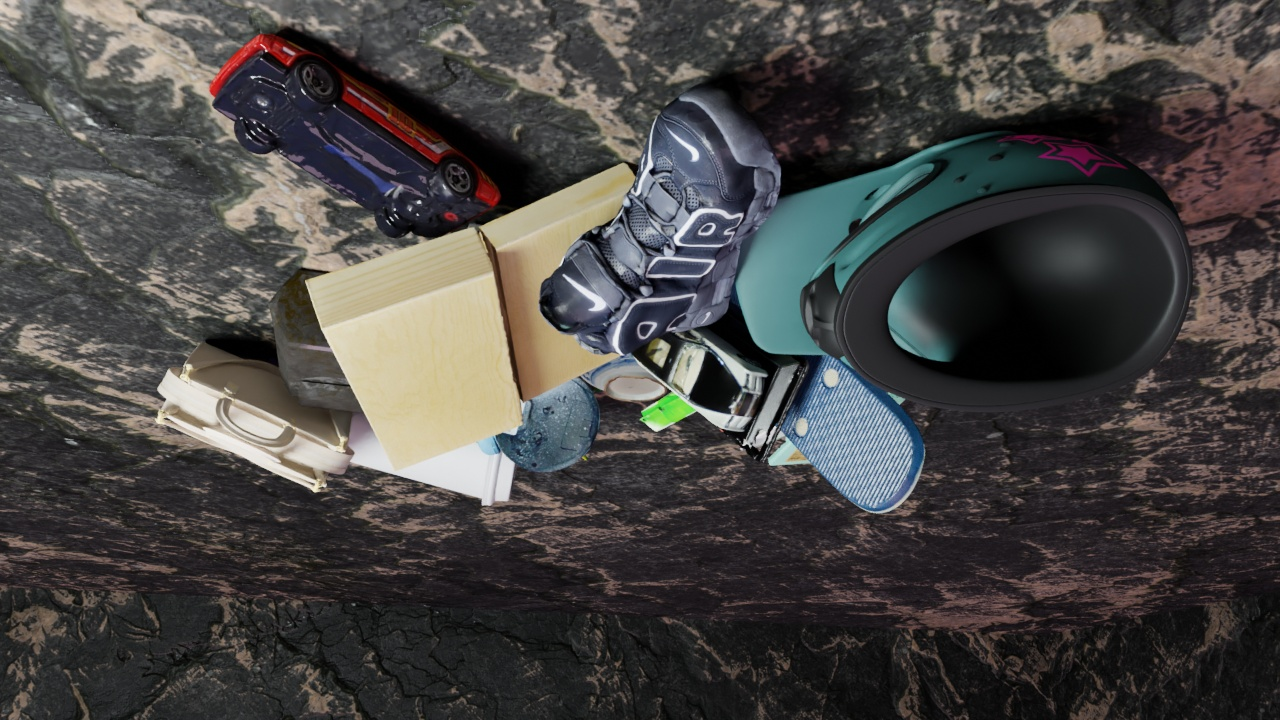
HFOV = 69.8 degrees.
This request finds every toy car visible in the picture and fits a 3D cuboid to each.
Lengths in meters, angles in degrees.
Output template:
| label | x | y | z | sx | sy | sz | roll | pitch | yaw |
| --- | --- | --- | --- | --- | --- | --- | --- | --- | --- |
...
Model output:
| label | x | y | z | sx | sy | sz | roll | pitch | yaw |
| --- | --- | --- | --- | --- | --- | --- | --- | --- | --- |
| toy car | -0.187 | -0.144 | 0.618 | 0.082 | 0.056 | 0.189 | -21 | 143 | 38 |
| toy car | 0.044 | 0.000 | 0.763 | 0.071 | 0.094 | 0.192 | 8 | -160 | -36 |

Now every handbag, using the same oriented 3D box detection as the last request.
| label | x | y | z | sx | sy | sz | roll | pitch | yaw |
| --- | --- | --- | --- | --- | --- | --- | --- | --- | --- |
| handbag | -0.257 | 0.010 | 0.909 | 0.197 | 0.102 | 0.200 | 7 | 155 | -15 |
| handbag | -0.379 | 0.063 | 0.913 | 0.194 | 0.101 | 0.198 | 29 | 177 | -20 |

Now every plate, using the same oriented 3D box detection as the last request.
| label | x | y | z | sx | sy | sz | roll | pitch | yaw |
| --- | --- | --- | --- | --- | --- | --- | --- | --- | --- |
| plate | 0.187 | 0.068 | 1.078 | 0.157 | 0.014 | 0.157 | -22 | 167 | -6 |

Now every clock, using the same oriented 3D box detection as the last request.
| label | x | y | z | sx | sy | sz | roll | pitch | yaw |
| --- | --- | --- | --- | --- | --- | --- | --- | --- | --- |
| clock | -0.122 | 0.056 | 1.002 | 0.162 | 0.118 | 0.060 | 15 | -171 | -14 |

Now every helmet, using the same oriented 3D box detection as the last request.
| label | x | y | z | sx | sy | sz | roll | pitch | yaw |
| --- | --- | --- | --- | --- | --- | --- | --- | --- | --- |
| helmet | 0.212 | -0.061 | 0.633 | 0.275 | 0.176 | 0.200 | -8 | -162 | 0 |

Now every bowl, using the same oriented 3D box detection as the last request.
| label | x | y | z | sx | sy | sz | roll | pitch | yaw |
| --- | --- | --- | --- | --- | --- | --- | --- | --- | --- |
| bowl | -0.006 | 0.006 | 0.952 | 0.151 | 0.056 | 0.151 | 1 | 156 | 0 |

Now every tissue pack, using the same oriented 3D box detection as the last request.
| label | x | y | z | sx | sy | sz | roll | pitch | yaw |
| --- | --- | --- | --- | --- | --- | --- | --- | --- | --- |
| tissue pack | 0.064 | 0.033 | 0.984 | 0.113 | 0.034 | 0.100 | -32 | 179 | -39 |

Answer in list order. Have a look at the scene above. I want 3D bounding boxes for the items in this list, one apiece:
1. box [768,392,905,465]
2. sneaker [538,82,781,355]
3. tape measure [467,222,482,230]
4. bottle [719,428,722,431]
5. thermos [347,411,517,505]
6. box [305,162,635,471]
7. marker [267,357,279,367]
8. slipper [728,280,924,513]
| label | x | y | z | sx | sy | sz | roll | pitch | yaw |
| --- | --- | --- | --- | --- | --- | --- | --- | --- | --- |
| box | 0.239 | 0.083 | 1.094 | 0.138 | 0.052 | 0.187 | -24 | 163 | -18 |
| sneaker | -0.004 | -0.078 | 0.626 | 0.150 | 0.097 | 0.253 | -33 | 162 | -20 |
| tape measure | -0.124 | -0.091 | 0.780 | 0.062 | 0.020 | 0.060 | 8 | 155 | -19 |
| bottle | 0.138 | 0.042 | 1.044 | 0.071 | 0.048 | 0.135 | 8 | 155 | -24 |
| thermos | -0.255 | 0.092 | 1.087 | 0.222 | 0.131 | 0.132 | 11 | 155 | -5 |
| box | -0.115 | -0.026 | 0.747 | 0.253 | 0.068 | 0.247 | -29 | 157 | -16 |
| marker | -0.345 | 0.011 | 1.024 | 0.134 | 0.015 | 0.018 | 8 | -177 | -16 |
| slipper | 0.131 | 0.013 | 0.765 | 0.060 | 0.295 | 0.118 | -2 | 123 | -37 |
